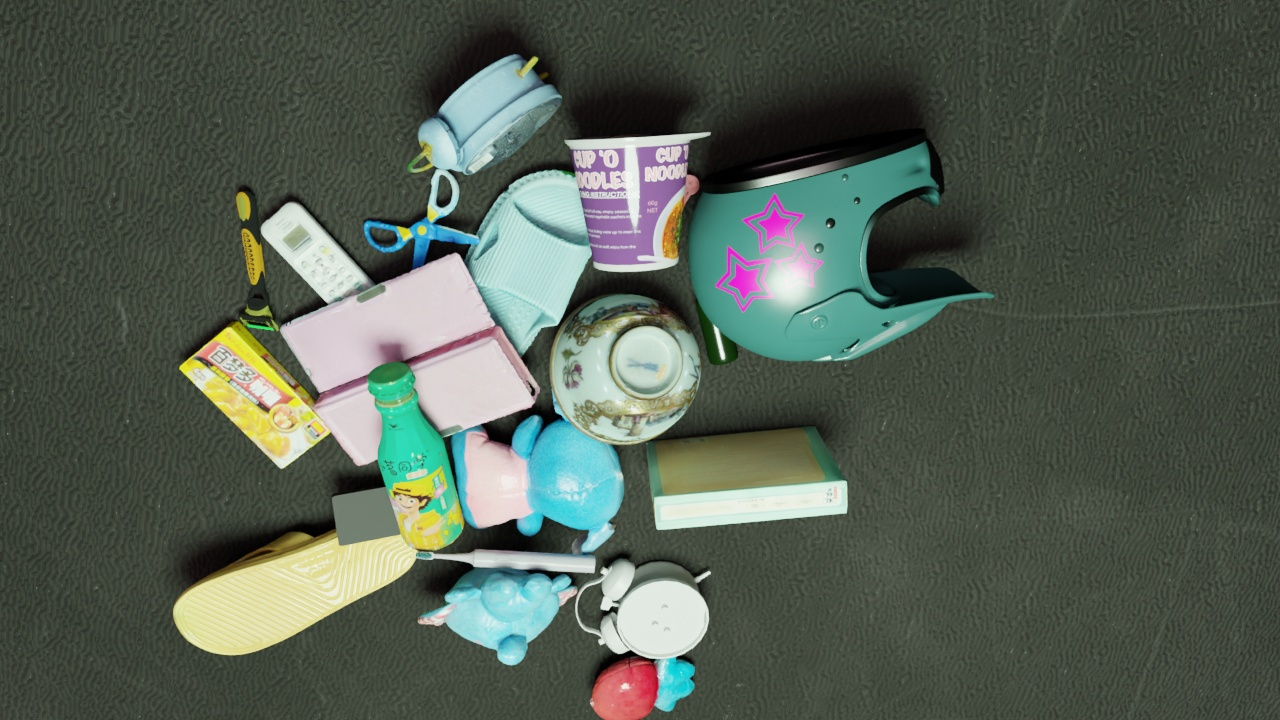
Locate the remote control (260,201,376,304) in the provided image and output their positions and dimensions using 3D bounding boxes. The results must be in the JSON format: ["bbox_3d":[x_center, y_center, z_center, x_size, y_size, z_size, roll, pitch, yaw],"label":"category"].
[{"bbox_3d":[-0.323,-0.100,0.937,0.050,0.022,0.133,-37,107,10],"label":"remote control"}]

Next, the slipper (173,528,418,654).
[{"bbox_3d":[-0.378,0.243,1.031,0.263,0.078,0.099,-22,103,-13],"label":"slipper"}]

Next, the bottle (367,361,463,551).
[{"bbox_3d":[-0.232,0.098,0.933,0.068,0.068,0.210,-6,124,-1],"label":"bottle"}]

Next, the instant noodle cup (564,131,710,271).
[{"bbox_3d":[0.000,-0.152,0.875,0.137,0.121,0.122,-1,105,7],"label":"instant noodle cup"}]

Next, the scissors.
[{"bbox_3d":[-0.219,-0.133,0.924,0.125,0.013,0.126,13,97,9],"label":"scissors"}]

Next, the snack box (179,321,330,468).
[{"bbox_3d":[-0.408,0.038,0.981,0.075,0.025,0.152,-36,107,10],"label":"snack box"}]

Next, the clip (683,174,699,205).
[{"bbox_3d":[0.037,-0.160,0.926,0.023,0.045,0.060,32,119,-16],"label":"clip"}]

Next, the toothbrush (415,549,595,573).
[{"bbox_3d":[-0.141,0.210,0.967,0.188,0.019,0.018,5,91,-7],"label":"toothbrush"}]

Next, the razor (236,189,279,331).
[{"bbox_3d":[-0.394,-0.101,0.934,0.044,0.021,0.144,8,111,20],"label":"razor"}]

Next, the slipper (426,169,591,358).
[{"bbox_3d":[-0.134,-0.070,0.935,0.116,0.069,0.277,30,106,-9],"label":"slipper"}]

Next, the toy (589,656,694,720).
[{"bbox_3d":[0.003,0.395,1.113,0.132,0.062,0.092,-8,127,-18],"label":"toy"}]

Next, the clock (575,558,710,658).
[{"bbox_3d":[0.004,0.290,1.070,0.159,0.061,0.120,1,110,-5],"label":"clock"}]

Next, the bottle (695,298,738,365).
[{"bbox_3d":[0.075,-0.057,0.966,0.033,0.033,0.123,-14,109,2],"label":"bottle"}]

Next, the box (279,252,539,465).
[{"bbox_3d":[-0.243,0.007,0.941,0.233,0.040,0.179,-21,113,20],"label":"box"}]

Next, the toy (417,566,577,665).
[{"bbox_3d":[-0.144,0.273,1.005,0.183,0.181,0.114,-1,72,-23],"label":"toy"}]

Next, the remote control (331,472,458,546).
[{"bbox_3d":[-0.268,0.163,1.012,0.133,0.013,0.058,-7,98,-19],"label":"remote control"}]

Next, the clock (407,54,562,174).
[{"bbox_3d":[-0.147,-0.219,0.855,0.162,0.118,0.060,-36,96,3],"label":"clock"}]

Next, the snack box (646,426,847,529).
[{"bbox_3d":[0.106,0.120,0.973,0.193,0.141,0.044,-5,109,-1],"label":"snack box"}]

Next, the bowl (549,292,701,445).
[{"bbox_3d":[-0.005,0.005,0.920,0.159,0.094,0.160,1,86,-16],"label":"bowl"}]

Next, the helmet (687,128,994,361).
[{"bbox_3d":[0.185,-0.098,0.880,0.275,0.176,0.200,-13,107,2],"label":"helmet"}]

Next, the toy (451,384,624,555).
[{"bbox_3d":[-0.112,0.113,0.990,0.191,0.098,0.224,-2,107,8],"label":"toy"}]
